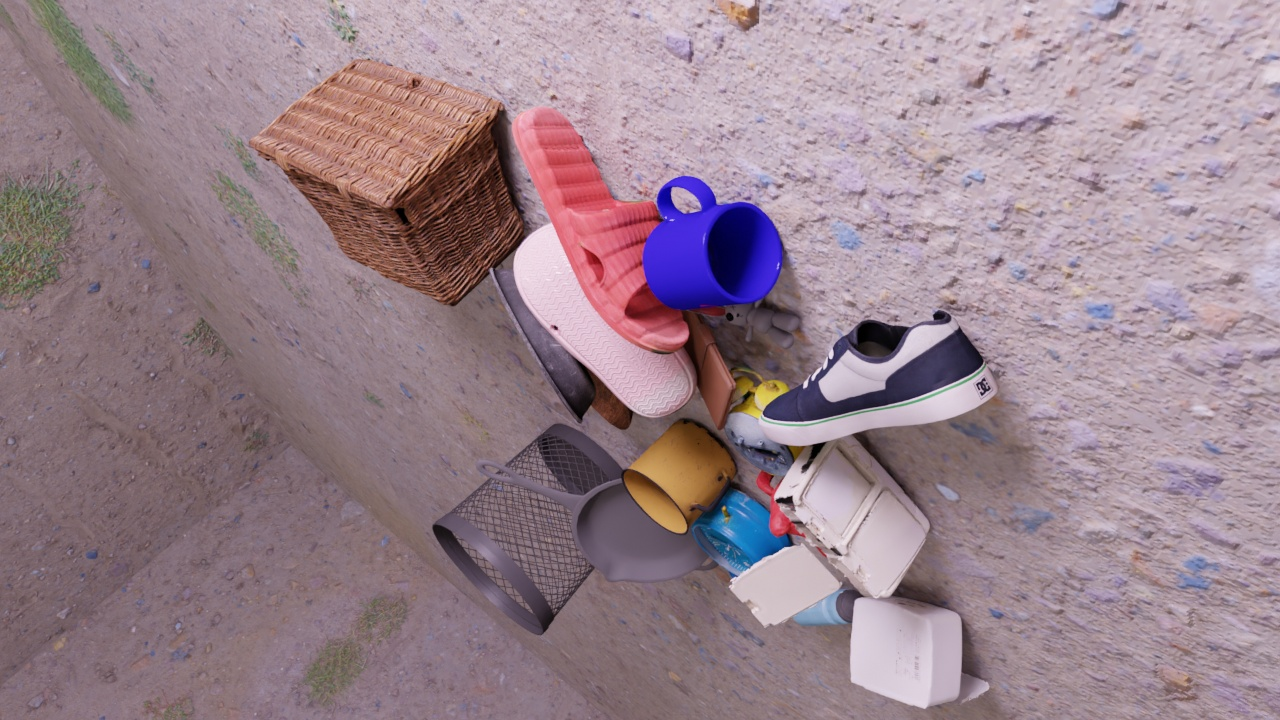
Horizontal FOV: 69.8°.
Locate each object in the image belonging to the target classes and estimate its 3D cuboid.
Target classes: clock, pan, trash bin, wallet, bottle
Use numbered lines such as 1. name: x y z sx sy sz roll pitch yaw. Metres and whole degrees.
1. clock: 0.129 0.223 1.106 0.161 0.060 0.117 50 154 -12
2. clock: 0.120 0.056 0.880 0.083 0.057 0.119 6 134 54
3. pan: -0.100 -0.005 1.050 0.187 0.055 0.357 60 179 9
4. trash bin: -0.143 0.237 1.337 0.218 0.226 0.218 35 152 21
5. pan: -0.050 0.197 1.210 0.354 0.024 0.217 24 123 -13
6. wallet: 0.060 -0.003 0.879 0.088 0.013 0.121 97 153 -58
7. bottle: 0.225 0.294 1.090 0.040 0.040 0.130 46 154 -1

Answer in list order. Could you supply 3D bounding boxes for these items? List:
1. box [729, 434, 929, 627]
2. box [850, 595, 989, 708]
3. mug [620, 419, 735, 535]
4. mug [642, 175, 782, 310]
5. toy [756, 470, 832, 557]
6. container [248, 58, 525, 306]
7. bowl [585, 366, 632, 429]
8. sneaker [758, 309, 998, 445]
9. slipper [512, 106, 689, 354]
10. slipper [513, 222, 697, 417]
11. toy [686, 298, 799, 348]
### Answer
1. box: 0.180 0.166 0.802 0.143 0.186 0.070 45 154 -14
2. box: 0.309 0.314 0.976 0.109 0.136 0.121 -3 85 59
3. mug: 0.054 0.135 1.050 0.124 0.094 0.100 17 142 48
4. mug: 0.050 -0.096 0.742 0.084 0.079 0.111 -1 122 57
5. toy: 0.171 0.158 0.935 0.133 0.088 0.094 25 158 39
6. container: -0.252 -0.184 0.979 0.250 0.162 0.183 26 153 34
7. bowl: -0.040 0.034 1.119 0.102 0.026 0.114 41 156 21
8. sneaker: 0.169 0.012 0.731 0.236 0.084 0.079 -22 96 59
9. slipper: -0.024 -0.119 0.791 0.059 0.103 0.248 -31 89 35
10. slipper: -0.027 -0.040 0.878 0.221 0.107 0.055 51 -162 -11
11. toy: 0.089 -0.045 0.812 0.112 0.030 0.049 28 121 28
